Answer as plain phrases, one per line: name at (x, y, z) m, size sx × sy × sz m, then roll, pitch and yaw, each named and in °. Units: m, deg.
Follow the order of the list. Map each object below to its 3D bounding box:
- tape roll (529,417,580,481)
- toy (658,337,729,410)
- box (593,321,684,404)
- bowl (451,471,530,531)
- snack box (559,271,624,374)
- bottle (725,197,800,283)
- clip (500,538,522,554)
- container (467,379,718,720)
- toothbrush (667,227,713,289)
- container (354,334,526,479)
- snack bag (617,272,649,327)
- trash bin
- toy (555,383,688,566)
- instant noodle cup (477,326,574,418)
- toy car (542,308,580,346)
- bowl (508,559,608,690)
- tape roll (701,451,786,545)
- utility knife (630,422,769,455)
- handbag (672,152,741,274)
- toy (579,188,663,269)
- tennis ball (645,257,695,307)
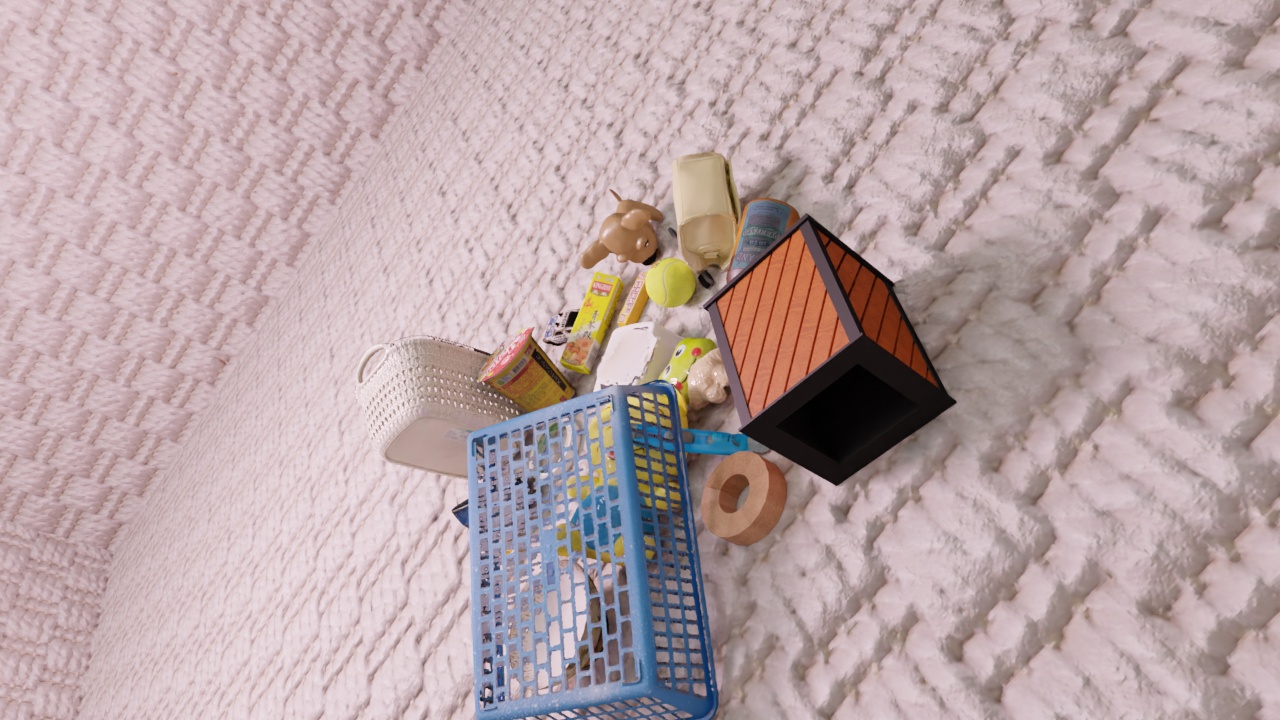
tape roll at (-0.120, 0.124, 1.277) m, size 0.094 × 0.018 × 0.093 m, roll -34°, pitch 41°, yaw 35°
toy at (0.068, 0.018, 1.080) m, size 0.092 × 0.043 × 0.118 m, roll -60°, pitch 34°, yaw -1°
box at (-0.016, 0.002, 1.161) m, size 0.103 × 0.095 × 0.107 m, roll -8°, pitch 61°, yaw 52°
bowl at (-0.197, 0.205, 1.266) m, size 0.114 × 0.061 × 0.114 m, roll -26°, pitch 1°, yaw 0°
snack box at (-0.069, -0.054, 1.320) m, size 0.040 × 0.029 × 0.147 m, roll 16°, pitch 76°, yaw 21°
bottle at (0.136, -0.105, 1.060) m, size 0.068 × 0.067 × 0.156 m, roll -9°, pitch 58°, yaw 51°
clip at (-0.181, 0.253, 1.241) m, size 0.046 × 0.054 × 0.047 m, roll -25°, pitch 64°, yaw 12°
container at (-0.073, 0.203, 0.957) m, size 0.258 × 0.089 × 0.361 m, roll -19°, pitch 62°, yaw 23°
toothbrush at (0.066, -0.142, 1.235) m, size 0.013 × 0.012 × 0.167 m, roll -56°, pitch 32°, yaw 21°
container at (-0.282, 0.074, 1.343) m, size 0.185 × 0.251 × 0.143 m, roll -43°, pitch 46°, yaw 29°
snack bag at (-0.005, -0.083, 1.279) m, size 0.026 × 0.020 × 0.099 m, roll 15°, pitch 78°, yaw 55°
trash bin at (0.172, -0.009, 0.870) m, size 0.140 × 0.139 × 0.171 m, roll -42°, pitch 37°, yaw 27°
toy at (-0.016, 0.135, 1.065) m, size 0.149 × 0.084 × 0.213 m, roll 2°, pitch 65°, yaw 29°
instant noodle cup at (-0.157, 0.028, 1.300) m, size 0.100 × 0.112 × 0.100 m, roll -36°, pitch 24°, yaw 18°
toy car at (-0.116, -0.053, 1.387) m, size 0.113 × 0.040 × 0.048 m, roll -11°, pitch 56°, yaw 51°
bowl at (-0.082, 0.306, 1.043) m, size 0.146 × 0.063 × 0.145 m, roll -34°, pitch 41°, yaw 36°
tape roll at (0.106, 0.142, 0.947) m, size 0.094 × 0.027 × 0.093 m, roll -33°, pitch 41°, yaw 35°
utility knife at (0.062, 0.086, 0.999) m, size 0.175 × 0.015 × 0.031 m, roll 2°, pitch 70°, yaw 21°
handbag at (0.085, -0.187, 1.160) m, size 0.081 × 0.111 × 0.119 m, roll -7°, pitch 54°, yaw 6°
toy at (-0.016, -0.186, 1.308) m, size 0.134 × 0.106 × 0.108 m, roll -36°, pitch 23°, yaw 32°
tennis ball at (0.039, -0.101, 1.190) m, size 0.065 × 0.065 × 0.065 m, roll -33°, pitch 41°, yaw 35°
